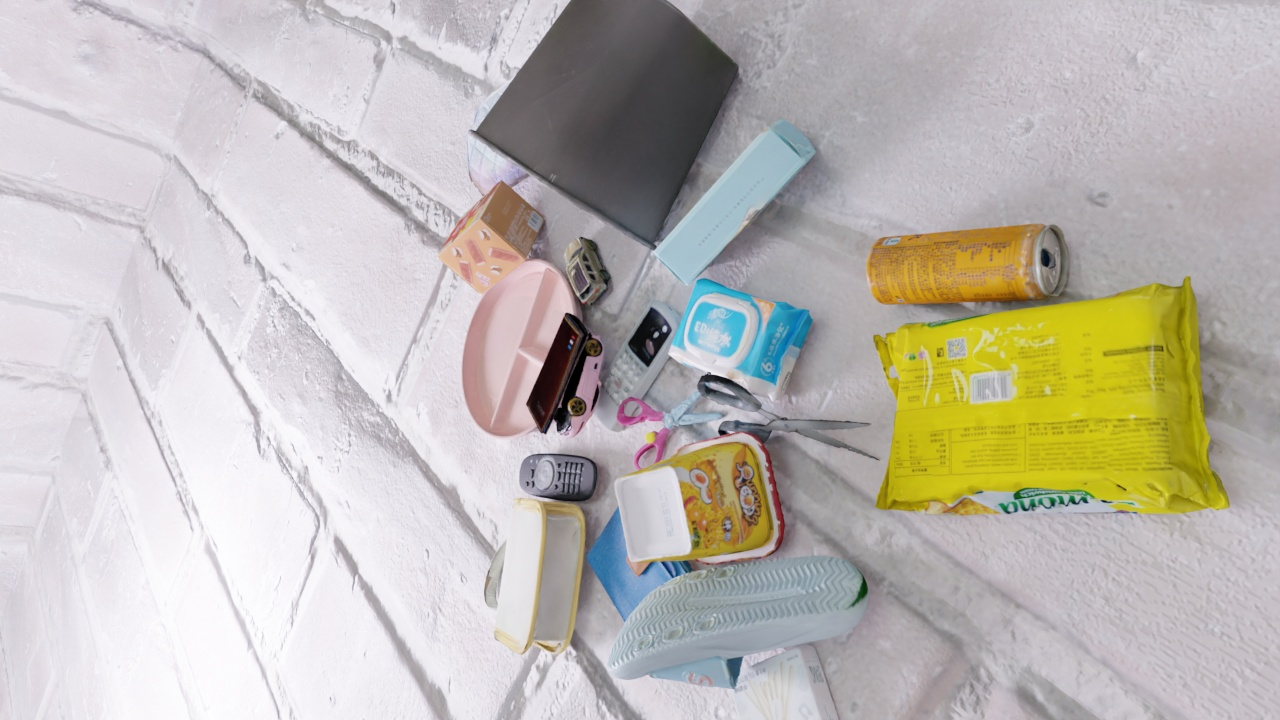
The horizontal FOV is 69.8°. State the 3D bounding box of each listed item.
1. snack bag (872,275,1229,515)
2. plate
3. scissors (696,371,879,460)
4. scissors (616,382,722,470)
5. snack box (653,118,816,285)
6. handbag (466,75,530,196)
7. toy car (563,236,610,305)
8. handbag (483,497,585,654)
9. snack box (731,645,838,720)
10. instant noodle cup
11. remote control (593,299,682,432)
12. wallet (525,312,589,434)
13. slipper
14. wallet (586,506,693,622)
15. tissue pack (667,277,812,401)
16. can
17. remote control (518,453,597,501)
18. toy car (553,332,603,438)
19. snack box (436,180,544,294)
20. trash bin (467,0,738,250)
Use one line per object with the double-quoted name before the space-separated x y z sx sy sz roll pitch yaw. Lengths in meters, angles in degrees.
"snack bag" 0.282 0.032 0.670 0.247 0.068 0.158 -10 72 44
"plate" -0.148 -0.013 1.146 0.230 0.028 0.229 -14 70 43
"scissors" 0.125 0.056 0.824 0.014 0.159 0.174 -55 2 -30
"scissors" 0.026 0.055 0.953 0.136 0.017 0.105 -47 64 28
"snack box" 0.092 -0.155 0.900 0.051 0.074 0.175 45 117 0
"handbag" -0.147 -0.306 1.192 0.194 0.075 0.134 -24 63 40
"toy car" -0.067 -0.109 1.086 0.042 0.035 0.090 -43 50 27
"handbag" -0.127 0.239 1.043 0.179 0.063 0.163 -8 73 59
"snack box" 0.132 0.329 0.769 0.085 0.026 0.156 -36 55 33
"instant noodle cup" 0.050 0.130 0.823 0.116 0.123 0.116 -19 79 40
"remote control" -0.006 0.006 1.001 0.150 0.021 0.058 -58 46 18
"wallet" -0.093 0.013 1.027 0.122 0.020 0.096 -66 19 11
"slipper" 0.084 0.233 0.800 0.246 0.074 0.103 -19 21 25
"wallet" 0.002 0.213 0.926 0.133 0.040 0.106 51 119 39
"tissue pack" 0.094 -0.022 0.877 0.140 0.063 0.090 24 95 46
"can" 0.256 -0.075 0.732 0.146 0.058 0.058 1 80 45
"remote control" -0.090 0.133 1.049 0.137 0.024 0.053 -2 79 46
"toy car" -0.063 0.028 1.013 0.056 0.037 0.122 -29 43 59
"snack box" -0.189 -0.156 1.166 0.095 0.077 0.092 -32 27 35
"trash bin" -0.030 -0.270 0.993 0.199 0.198 0.220 39 100 42
